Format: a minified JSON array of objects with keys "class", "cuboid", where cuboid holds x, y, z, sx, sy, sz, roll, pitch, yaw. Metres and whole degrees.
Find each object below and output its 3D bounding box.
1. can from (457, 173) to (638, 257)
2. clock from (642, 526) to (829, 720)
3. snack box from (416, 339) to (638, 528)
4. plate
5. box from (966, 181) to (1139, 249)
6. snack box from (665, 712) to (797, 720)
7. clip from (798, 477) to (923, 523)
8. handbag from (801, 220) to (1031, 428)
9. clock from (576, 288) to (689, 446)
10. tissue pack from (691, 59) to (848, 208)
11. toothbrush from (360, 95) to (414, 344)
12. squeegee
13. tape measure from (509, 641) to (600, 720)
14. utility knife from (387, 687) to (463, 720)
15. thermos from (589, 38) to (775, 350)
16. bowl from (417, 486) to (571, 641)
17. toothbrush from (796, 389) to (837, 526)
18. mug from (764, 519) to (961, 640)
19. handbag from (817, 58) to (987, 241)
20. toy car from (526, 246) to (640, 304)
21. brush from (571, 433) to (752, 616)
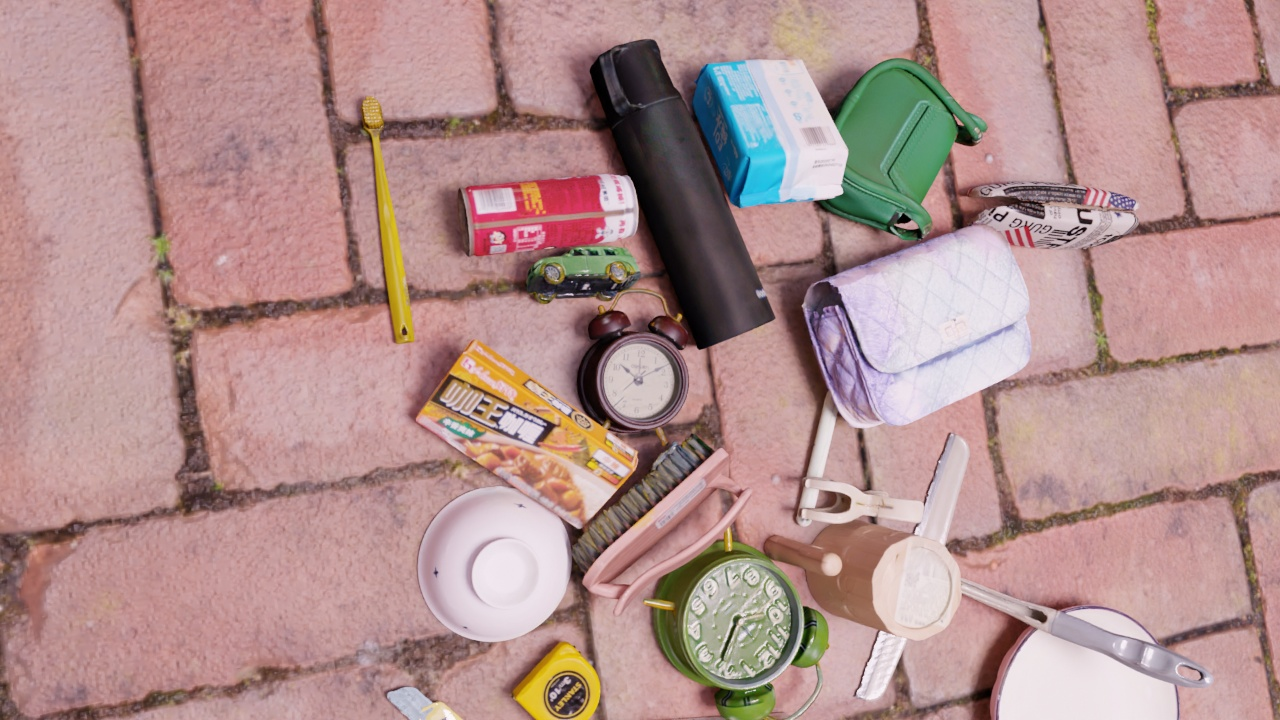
[{"class":"can","cuboid":[-0.072,-0.114,0.713,0.132,0.053,0.053,-9,88,-16]},{"class":"clock","cuboid":[0.083,0.216,0.728,0.116,0.056,0.161,-41,97,-14]},{"class":"snack box","cuboid":[-0.084,0.057,0.689,0.153,0.026,0.075,36,115,-9]},{"class":"plate","cuboid":[0.388,0.312,0.815,0.192,0.039,0.192,1,85,-15]},{"class":"box","cuboid":[0.377,-0.146,0.836,0.163,0.075,0.077,4,78,-13]},{"class":"snack box","cuboid":[0.050,0.328,0.726,0.156,0.027,0.084,3,85,-16]},{"class":"clip","cuboid":[0.178,0.119,0.760,0.097,0.060,0.034,9,87,-16]},{"class":"handbag","cuboid":[0.240,-0.030,0.770,0.193,0.076,0.134,-21,93,-27]},{"class":"clock","cuboid":[-0.004,0.004,0.721,0.082,0.055,0.122,6,87,-15]},{"class":"tissue pack","cuboid":[0.101,-0.184,0.745,0.090,0.063,0.140,-8,60,-16]},{"class":"toothbrush","cuboid":[-0.192,-0.107,0.697,0.015,0.017,0.190,-8,88,-16]},{"class":"squeegee","cuboid":[0.342,0.217,0.774,0.247,0.039,0.246,19,78,21]},{"class":"tape measure","cuboid":[-0.061,0.250,0.699,0.060,0.029,0.057,-45,97,-15]},{"class":"utility knife","cuboid":[-0.120,0.303,0.689,0.178,0.019,0.030,44,70,-4]},{"class":"thermos","cuboid":[0.026,-0.129,0.727,0.069,0.089,0.242,-23,92,27]},{"class":"bowl","cuboid":[-0.103,0.154,0.677,0.118,0.065,0.118,1,86,-16]},{"class":"toothbrush","cuboid":[0.160,0.049,0.784,0.029,0.020,0.189,15,83,-8]},{"class":"mug","cuboid":[0.176,0.168,0.734,0.124,0.104,0.084,19,81,-14]},{"class":"handbag","cuboid":[0.217,-0.180,0.781,0.120,0.068,0.131,30,76,4]},{"class":"toy car","cuboid":[-0.046,-0.068,0.721,0.091,0.043,0.036,-7,72,-24]},{"class":"brush","cuboid":[0.015,0.127,0.706,0.145,0.063,0.073,-41,69,-13]}]
